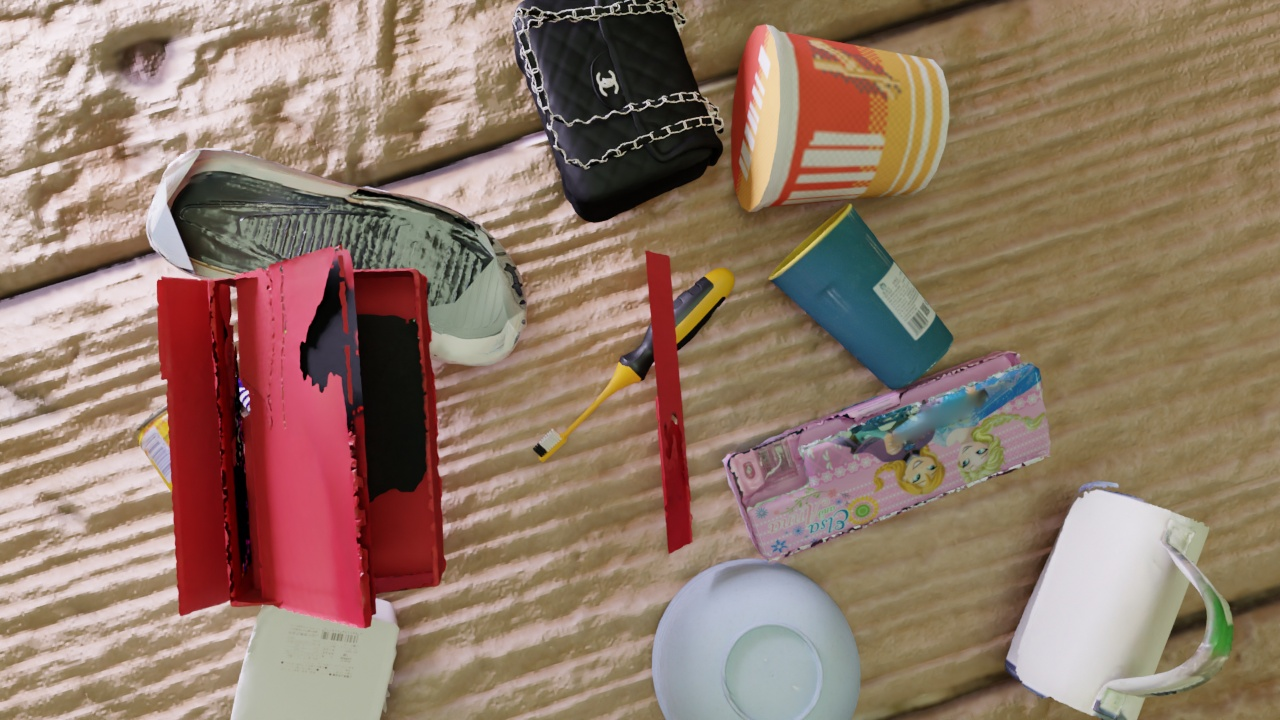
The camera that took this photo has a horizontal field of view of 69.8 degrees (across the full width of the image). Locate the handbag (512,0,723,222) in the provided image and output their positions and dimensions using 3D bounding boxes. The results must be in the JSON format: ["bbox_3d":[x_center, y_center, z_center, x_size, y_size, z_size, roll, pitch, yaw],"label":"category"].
[{"bbox_3d":[-0.013,-0.193,0.643,0.125,0.115,0.153,-20,83,-5],"label":"handbag"}]

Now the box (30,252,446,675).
[{"bbox_3d":[-0.304,0.052,0.502,0.424,0.128,0.213,-3,89,-39],"label":"box"}]

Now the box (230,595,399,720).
[{"bbox_3d":[-0.226,0.214,0.654,0.102,0.102,0.108,13,92,-17],"label":"box"}]

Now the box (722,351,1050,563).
[{"bbox_3d":[0.180,0.068,0.653,0.230,0.063,0.084,-20,87,-2],"label":"box"}]

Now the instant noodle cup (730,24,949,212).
[{"bbox_3d":[0.138,-0.166,0.645,0.121,0.123,0.123,0,86,-8],"label":"instant noodle cup"}]

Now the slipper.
[{"bbox_3d":[-0.206,-0.073,0.653,0.263,0.063,0.111,16,85,-8],"label":"slipper"}]

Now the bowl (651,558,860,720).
[{"bbox_3d":[0.084,0.212,0.626,0.150,0.075,0.150,0,78,-2],"label":"bowl"}]

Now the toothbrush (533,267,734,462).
[{"bbox_3d":[-0.004,0.004,0.674,0.197,0.031,0.031,-45,113,1],"label":"toothbrush"}]

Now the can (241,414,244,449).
[{"bbox_3d":[-0.295,0.078,0.645,0.067,0.067,0.105,-36,87,-3],"label":"can"}]

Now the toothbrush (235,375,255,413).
[{"bbox_3d":[-0.281,0.034,0.674,0.015,0.016,0.186,-45,88,-3],"label":"toothbrush"}]

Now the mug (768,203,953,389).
[{"bbox_3d":[0.161,-0.042,0.657,0.078,0.078,0.121,-44,92,-3],"label":"mug"}]

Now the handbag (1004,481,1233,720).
[{"bbox_3d":[0.310,0.160,0.593,0.074,0.176,0.151,24,87,2],"label":"handbag"}]
